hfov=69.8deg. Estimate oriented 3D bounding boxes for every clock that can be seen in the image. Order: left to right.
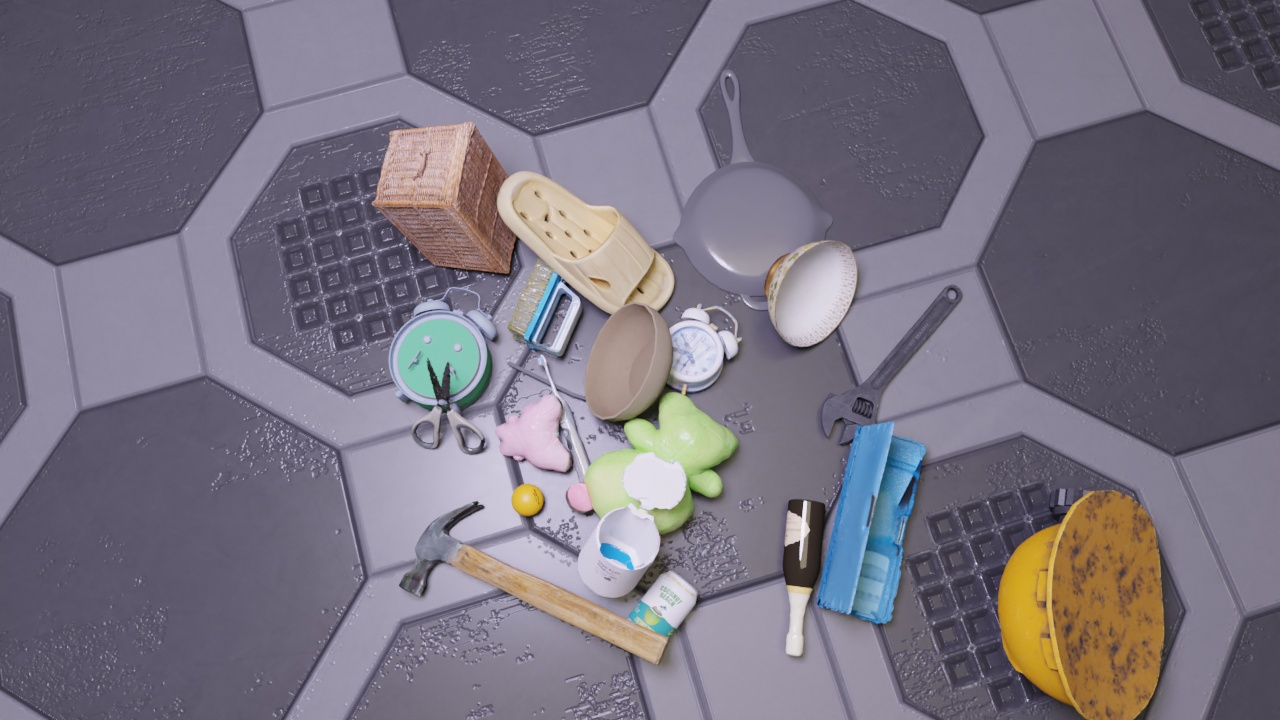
[{"bbox_3d":[-0.248,-0.017,1.170,0.122,0.075,0.161,15,76,3],"label":"clock"},{"bbox_3d":[0.073,-0.017,1.183,0.089,0.052,0.125,39,77,10],"label":"clock"}]

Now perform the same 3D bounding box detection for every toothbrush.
[{"bbox_3d":[-0.098,0.038,1.188,0.167,0.013,0.013,26,86,6],"label":"toothbrush"},{"bbox_3d":[-0.094,0.078,1.168,0.024,0.022,0.185,-15,81,-33],"label":"toothbrush"}]

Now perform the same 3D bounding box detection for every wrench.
[{"bbox_3d":[0.330,0.001,1.192,0.073,0.018,0.273,43,79,0],"label":"wrench"}]

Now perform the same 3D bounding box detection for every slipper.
[{"bbox_3d":[-0.062,-0.148,1.158,0.261,0.079,0.111,35,72,-14],"label":"slipper"}]

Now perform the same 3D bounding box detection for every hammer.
[{"bbox_3d":[-0.121,0.275,1.094,0.331,0.033,0.132,21,73,16],"label":"hammer"}]

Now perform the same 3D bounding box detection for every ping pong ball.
[{"bbox_3d":[-0.141,0.173,1.141,0.040,0.040,0.040,0,76,0],"label":"ping pong ball"}]

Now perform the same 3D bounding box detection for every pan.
[{"bbox_3d":[0.145,-0.242,1.248,0.216,0.024,0.354,-7,76,-1],"label":"pan"}]

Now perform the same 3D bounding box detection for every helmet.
[{"bbox_3d":[0.491,0.280,1.066,0.205,0.132,0.255,25,69,-26],"label":"helmet"}]

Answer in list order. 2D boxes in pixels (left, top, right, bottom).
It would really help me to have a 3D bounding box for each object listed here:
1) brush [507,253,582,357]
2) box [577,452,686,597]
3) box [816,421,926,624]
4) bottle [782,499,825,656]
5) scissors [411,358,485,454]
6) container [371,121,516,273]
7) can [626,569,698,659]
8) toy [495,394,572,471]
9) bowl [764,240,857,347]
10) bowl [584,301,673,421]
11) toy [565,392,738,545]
[{"bbox_3d":[-0.112,-0.079,1.193,0.075,0.055,0.135,20,77,10],"label":"brush"},{"bbox_3d":[-0.010,0.188,1.045,0.084,0.147,0.136,31,55,3],"label":"box"},{"bbox_3d":[0.290,0.194,1.092,0.094,0.112,0.231,18,79,-5],"label":"box"},{"bbox_3d":[0.194,0.264,1.116,0.045,0.045,0.184,7,77,2],"label":"bottle"},{"bbox_3d":[-0.232,0.063,1.124,0.150,0.165,0.012,33,39,-22],"label":"scissors"},{"bbox_3d":[-0.236,-0.199,1.151,0.113,0.198,0.113,4,71,13],"label":"container"},{"bbox_3d":[0.022,0.305,1.102,0.055,0.055,0.101,38,80,9],"label":"can"},{"bbox_3d":[-0.137,0.096,1.154,0.096,0.052,0.099,-9,95,17],"label":"toy"},{"bbox_3d":[0.206,-0.094,1.177,0.145,0.145,0.063,-46,43,-10],"label":"bowl"},{"bbox_3d":[-0.007,0.007,1.141,0.050,0.153,0.152,20,74,-32],"label":"bowl"},{"bbox_3d":[0.024,0.136,1.120,0.150,0.107,0.196,39,75,-5],"label":"toy"}]
